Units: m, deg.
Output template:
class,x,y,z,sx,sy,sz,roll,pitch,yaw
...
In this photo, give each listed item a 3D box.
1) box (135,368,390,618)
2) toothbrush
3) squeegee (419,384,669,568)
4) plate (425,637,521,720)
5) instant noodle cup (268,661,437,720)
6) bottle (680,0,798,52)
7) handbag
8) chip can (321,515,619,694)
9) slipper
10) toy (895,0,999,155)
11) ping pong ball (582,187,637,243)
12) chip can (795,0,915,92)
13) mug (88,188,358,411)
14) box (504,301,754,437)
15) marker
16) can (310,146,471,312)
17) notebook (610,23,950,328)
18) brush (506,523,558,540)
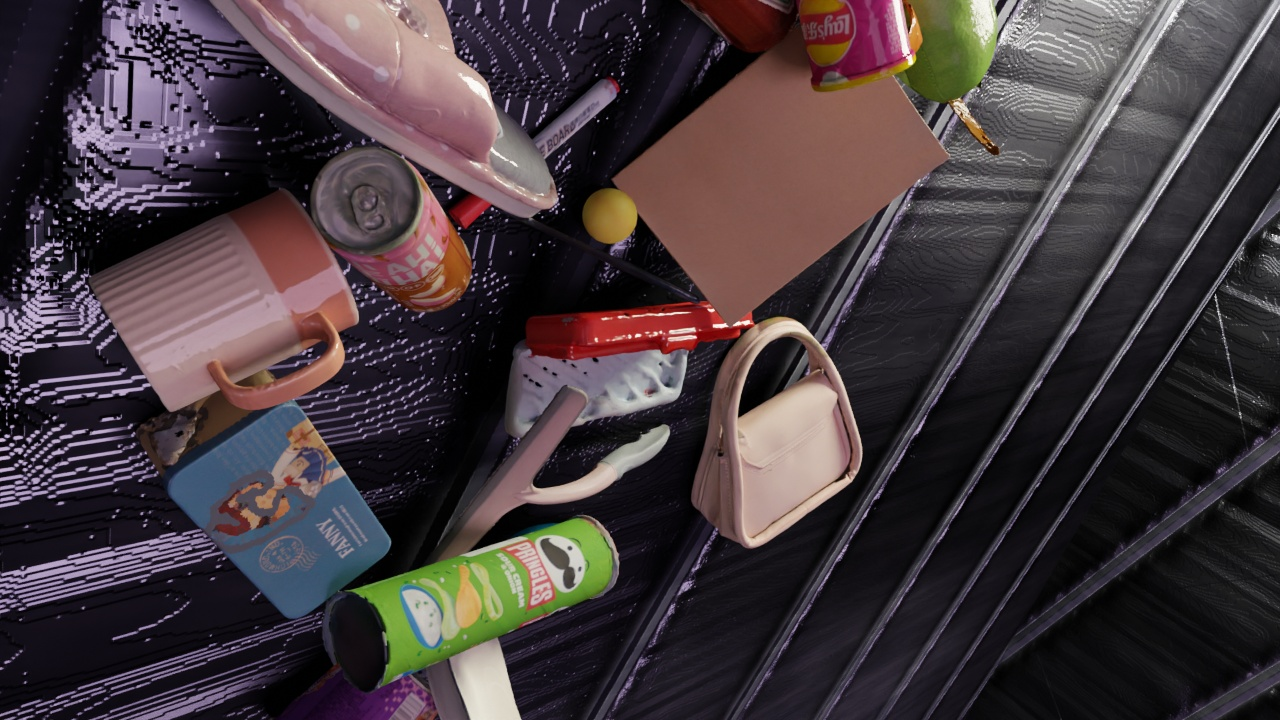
class,x,y,z,sx,sy,sz,roll,pitch,yaw
box,-0.232,0.090,0.589,0.089,0.060,0.184,-38,139,-18
toothbrush,-0.024,-0.078,0.664,0.181,0.016,0.018,25,91,-31
squeegee,-0.039,0.093,0.787,0.249,0.040,0.248,-15,149,-53
plate,-0.139,0.270,0.755,0.034,0.163,0.164,-24,147,-3
instant noodle cup,-0.220,0.283,0.729,0.099,0.112,0.112,-50,145,-21
bottle,0.032,-0.265,0.585,0.205,0.060,0.060,17,106,-52
handbag,0.140,0.063,0.965,0.192,0.093,0.234,-31,130,-26
chip can,-0.119,0.177,0.697,0.235,0.072,0.072,-7,124,-51
slipper,-0.120,-0.156,0.474,0.054,0.114,0.274,-35,149,16
toy,0.227,-0.286,0.723,0.247,0.090,0.226,55,38,-33
ping pong ball,-0.022,-0.106,0.671,0.040,0.040,0.040,-28,137,-30
chip can,0.122,-0.288,0.594,0.071,0.071,0.211,-31,115,-27
mug,-0.208,-0.022,0.479,0.105,0.114,0.082,-31,153,-23
box,-0.007,0.005,0.739,0.200,0.119,0.098,-9,97,-45
marker,-0.069,-0.140,0.613,0.145,0.017,0.017,-44,143,-12
can,-0.134,-0.068,0.513,0.058,0.058,0.147,-48,176,-7
notebook,0.106,-0.145,0.688,0.211,0.012,0.149,-38,106,7
brush,-0.091,0.185,0.826,0.143,0.055,0.073,-12,102,-45
